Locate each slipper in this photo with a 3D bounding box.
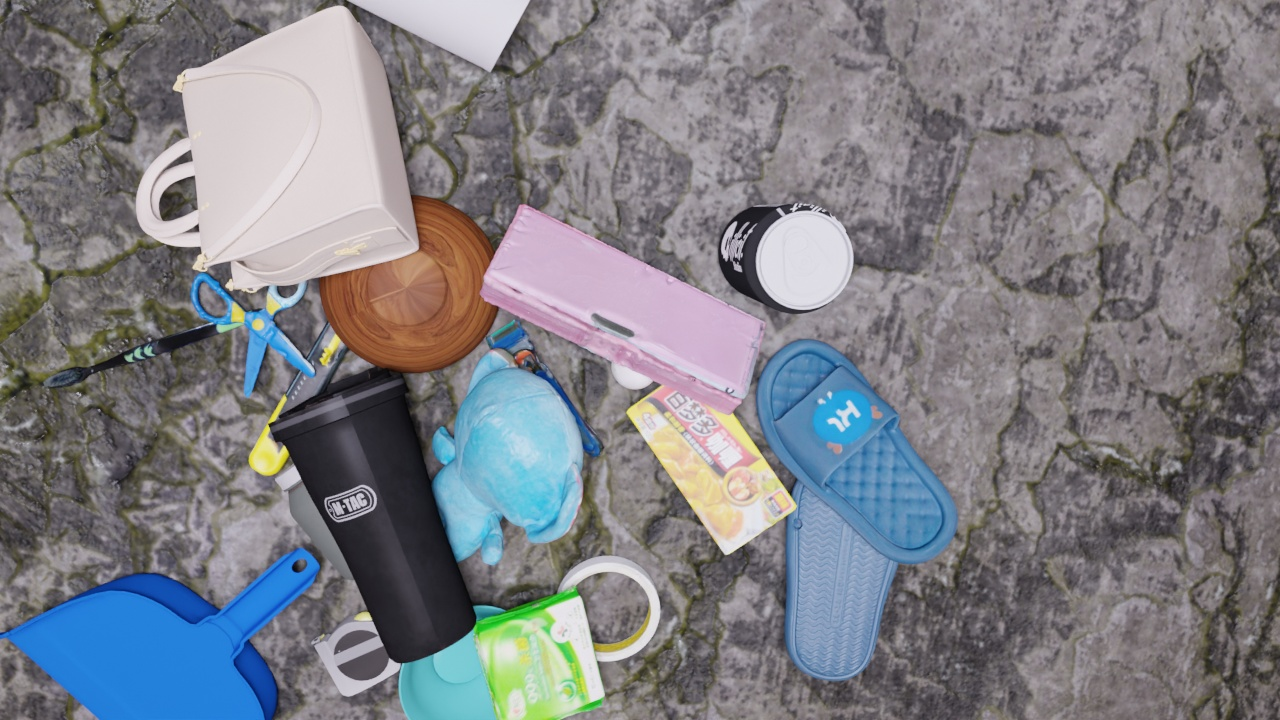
[{"bbox_3d":[0.177,0.077,0.768,0.104,0.059,0.213,-36,76,-3],"label":"slipper"},{"bbox_3d":[0.174,0.173,0.813,0.104,0.059,0.213,11,87,4],"label":"slipper"}]

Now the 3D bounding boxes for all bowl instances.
[{"bbox_3d":[-0.184,-0.059,0.732,0.147,0.069,0.147,-1,97,-10],"label":"bowl"},{"bbox_3d":[-0.152,0.266,0.801,0.121,0.046,0.121,-2,96,-22],"label":"bowl"}]

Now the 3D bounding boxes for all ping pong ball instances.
[{"bbox_3d":[-0.005,0.005,0.778,0.040,0.040,0.040,-1,99,-4],"label":"ping pong ball"}]

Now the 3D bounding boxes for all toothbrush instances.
[{"bbox_3d":[-0.402,-0.010,0.759,0.188,0.017,0.014,-19,98,-2],"label":"toothbrush"}]

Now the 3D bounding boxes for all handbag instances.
[{"bbox_3d":[-0.283,-0.145,0.684,0.198,0.101,0.194,-17,71,3],"label":"handbag"}]

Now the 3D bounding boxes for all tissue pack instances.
[{"bbox_3d":[-0.085,0.257,0.784,0.099,0.034,0.114,-16,99,-19],"label":"tissue pack"}]

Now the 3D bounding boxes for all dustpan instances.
[{"bbox_3d":[-0.374,0.246,0.784,0.257,0.059,0.245,-41,100,2],"label":"dustpan"}]

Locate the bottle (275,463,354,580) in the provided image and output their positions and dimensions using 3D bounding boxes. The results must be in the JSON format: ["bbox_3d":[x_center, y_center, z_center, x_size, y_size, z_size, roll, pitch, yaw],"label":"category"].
[{"bbox_3d":[-0.254,0.128,0.771,0.060,0.060,0.108,-36,100,2],"label":"bottle"}]

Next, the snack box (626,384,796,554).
[{"bbox_3d":[0.060,0.083,0.790,0.075,0.025,0.152,-35,89,2],"label":"snack box"}]

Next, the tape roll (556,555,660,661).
[{"bbox_3d":[-0.030,0.223,0.824,0.094,0.019,0.094,-1,99,-4],"label":"tape roll"}]

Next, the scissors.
[{"bbox_3d":[-0.309,-0.036,0.758,0.125,0.016,0.125,-45,93,1],"label":"scissors"}]

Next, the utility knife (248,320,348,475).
[{"bbox_3d":[-0.273,0.009,0.771,0.029,0.020,0.198,29,94,-10],"label":"utility knife"}]

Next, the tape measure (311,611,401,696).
[{"bbox_3d":[-0.250,0.258,0.815,0.065,0.016,0.064,-24,101,0],"label":"tape measure"}]

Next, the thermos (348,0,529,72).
[{"bbox_3d":[-0.189,-0.309,0.676,0.221,0.131,0.131,29,96,-16],"label":"thermos"}]

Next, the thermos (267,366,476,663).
[{"bbox_3d":[-0.200,0.119,0.714,0.106,0.106,0.218,-21,94,-1],"label":"thermos"}]

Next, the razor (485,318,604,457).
[{"bbox_3d":[-0.076,0.026,0.789,0.044,0.018,0.141,-26,106,37],"label":"razor"}]

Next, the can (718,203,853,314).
[{"bbox_3d":[0.110,-0.082,0.718,0.080,0.146,0.080,-1,99,-4],"label":"can"}]

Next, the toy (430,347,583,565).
[{"bbox_3d":[-0.111,0.093,0.754,0.114,0.183,0.181,6,129,-46],"label":"toy"}]

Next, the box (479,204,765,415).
[{"bbox_3d":[-0.010,-0.044,0.751,0.233,0.041,0.098,27,58,-7],"label":"box"}]
